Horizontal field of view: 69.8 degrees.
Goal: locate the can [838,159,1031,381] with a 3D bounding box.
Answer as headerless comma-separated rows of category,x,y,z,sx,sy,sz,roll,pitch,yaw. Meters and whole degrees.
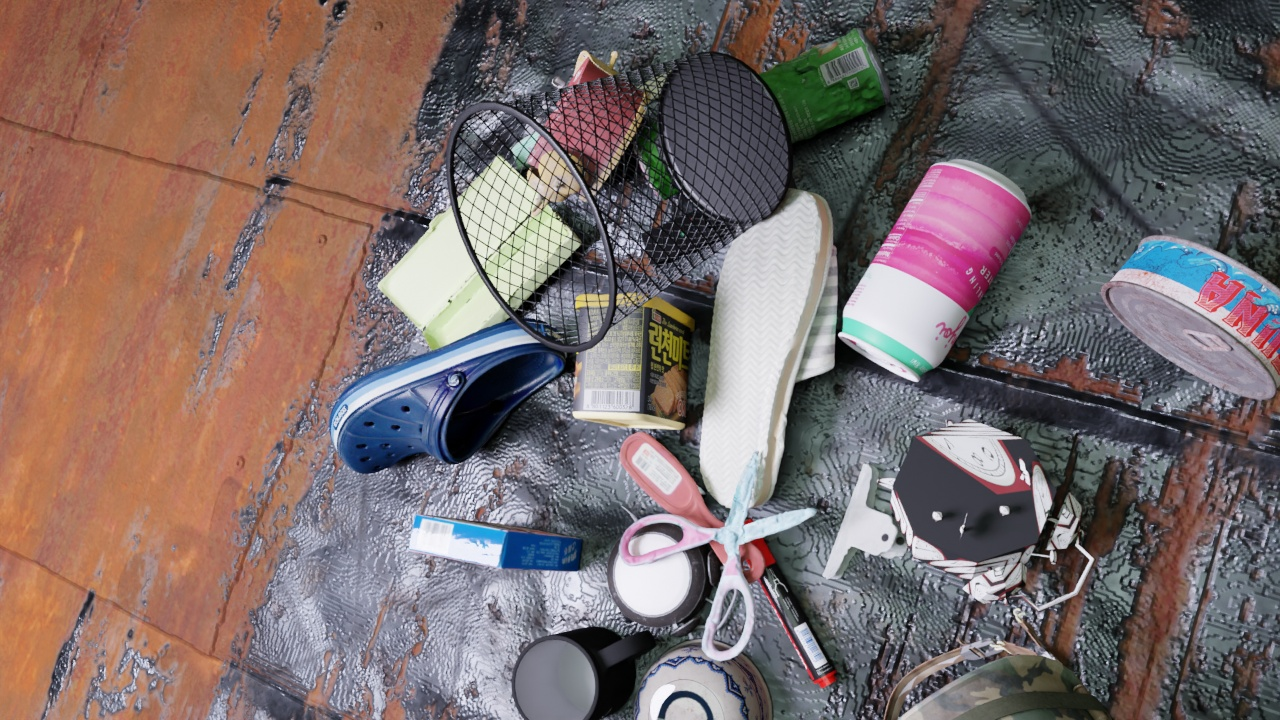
can,0.234,-0.072,0.736,0.088,0.088,0.166,32,92,23

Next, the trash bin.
trash bin,-0.006,-0.135,0.695,0.209,0.184,0.184,-32,64,-33

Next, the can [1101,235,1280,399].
can,0.396,-0.030,0.644,0.130,0.130,0.044,41,95,22

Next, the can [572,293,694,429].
can,-0.005,0.005,0.791,0.073,0.130,0.101,1,83,21

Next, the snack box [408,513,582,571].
snack box,-0.119,0.159,0.791,0.088,0.154,0.033,6,79,21

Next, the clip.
clip,0.192,0.140,0.752,0.054,0.040,0.101,19,88,41

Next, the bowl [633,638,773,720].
bowl,0.046,0.291,0.754,0.116,0.059,0.115,-4,78,20

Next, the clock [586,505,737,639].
clock,0.020,0.186,0.792,0.123,0.043,0.091,25,89,23

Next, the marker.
marker,0.119,0.201,0.763,0.021,0.023,0.145,-42,67,34

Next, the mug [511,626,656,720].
mug,-0.040,0.261,0.776,0.114,0.088,0.078,-31,71,12

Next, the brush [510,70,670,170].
brush,-0.032,-0.247,0.913,0.218,0.012,0.033,-23,72,13

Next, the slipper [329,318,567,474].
slipper,-0.182,0.045,0.861,0.253,0.105,0.095,-27,64,11

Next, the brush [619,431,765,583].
brush,0.047,0.126,0.791,0.172,0.030,0.041,44,101,29

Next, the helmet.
helmet,0.232,0.288,0.617,0.193,0.224,0.236,-47,43,12

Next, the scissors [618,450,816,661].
scissors,0.068,0.164,0.744,0.171,0.014,0.168,-20,78,17

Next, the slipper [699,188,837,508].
slipper,0.108,-0.007,0.775,0.114,0.054,0.273,19,100,46

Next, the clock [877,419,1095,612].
clock,0.261,0.114,0.681,0.114,0.065,0.154,-37,58,-11

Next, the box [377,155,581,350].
box,-0.159,-0.094,0.913,0.188,0.048,0.140,-46,72,7

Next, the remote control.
remote control,0.074,-0.129,0.848,0.150,0.013,0.034,-21,73,16

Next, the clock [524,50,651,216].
clock,-0.064,-0.204,0.842,0.081,0.117,0.158,29,84,-16

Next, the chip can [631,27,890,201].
chip can,0.106,-0.219,0.821,0.223,0.075,0.075,-21,73,15
